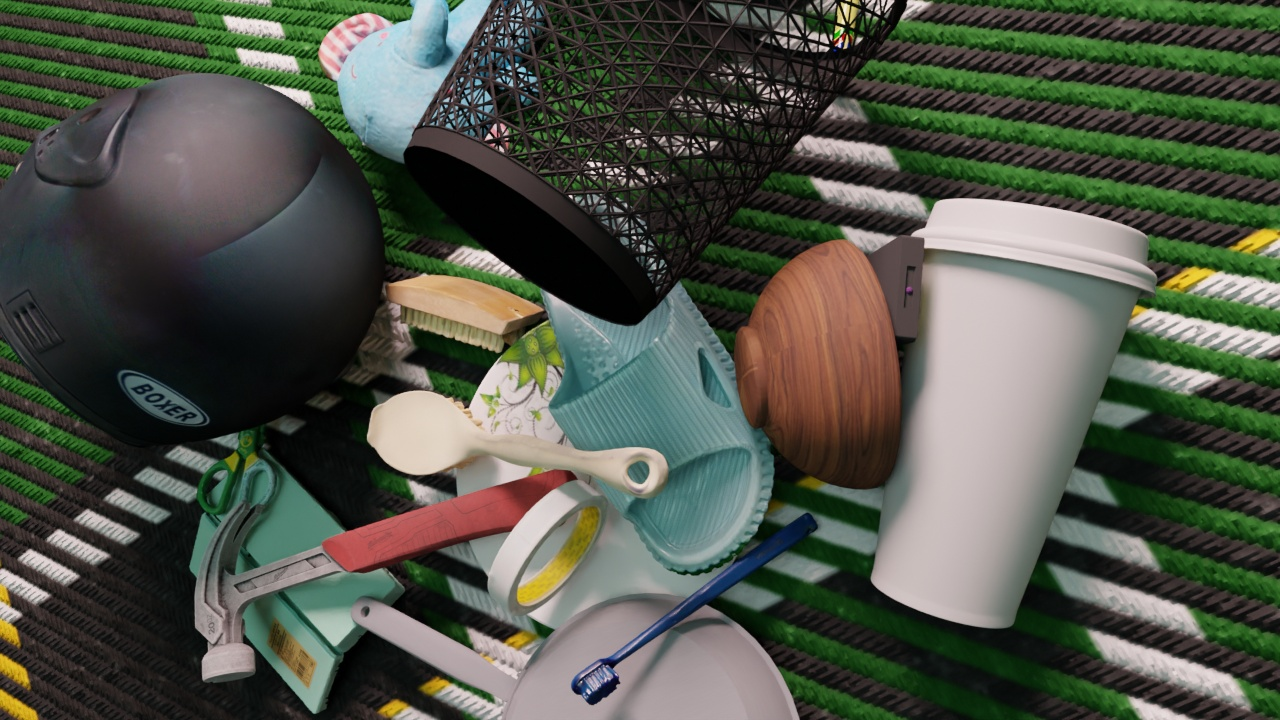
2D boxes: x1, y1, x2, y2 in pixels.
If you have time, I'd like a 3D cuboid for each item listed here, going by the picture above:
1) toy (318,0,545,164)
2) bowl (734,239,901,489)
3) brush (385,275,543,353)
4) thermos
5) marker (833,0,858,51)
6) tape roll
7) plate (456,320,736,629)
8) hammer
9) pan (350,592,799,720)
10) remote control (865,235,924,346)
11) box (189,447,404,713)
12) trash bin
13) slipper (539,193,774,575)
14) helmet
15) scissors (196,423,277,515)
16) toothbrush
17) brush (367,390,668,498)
[{"bbox_3d":[-0.152,-0.231,0.712,0.183,0.115,0.180,44,88,12],"label":"toy"},{"bbox_3d":[0.093,0.006,0.540,0.069,0.147,0.147,-7,79,-4],"label":"bowl"},{"bbox_3d":[-0.137,-0.038,0.704,0.117,0.049,0.039,18,112,22],"label":"brush"},{"bbox_3d":[0.198,0.030,0.522,0.132,0.131,0.222,15,96,23],"label":"thermos"},{"bbox_3d":[0.148,-0.272,0.637,0.014,0.014,0.132,8,85,23],"label":"marker"},{"bbox_3d":[-0.057,0.120,0.587,0.019,0.094,0.094,35,96,22],"label":"tape roll"},{"bbox_3d":[-0.025,0.077,0.650,0.230,0.030,0.229,-3,81,22],"label":"plate"},{"bbox_3d":[-0.190,0.132,0.667,0.316,0.036,0.126,-20,66,15],"label":"hammer"},{"bbox_3d":[-0.069,0.221,0.592,0.357,0.051,0.200,17,74,26],"label":"pan"},{"bbox_3d":[0.137,-0.033,0.546,0.013,0.133,0.058,6,86,-3],"label":"remote control"},{"bbox_3d":[-0.290,0.174,0.740,0.187,0.057,0.138,35,90,24],"label":"box"},{"bbox_3d":[0.000,-0.166,0.540,0.217,0.217,0.243,29,78,23],"label":"trash bin"},{"bbox_3d":[-0.004,0.003,0.598,0.116,0.069,0.276,-29,72,12],"label":"slipper"},{"bbox_3d":[-0.321,-0.096,0.693,0.236,0.249,0.316,-38,45,2],"label":"helmet"},{"bbox_3d":[-0.319,0.069,0.763,0.071,0.014,0.130,6,62,11],"label":"scissors"},{"bbox_3d":[0.039,0.148,0.558,0.189,0.016,0.017,-29,42,-26],"label":"toothbrush"},{"bbox_3d":[-0.082,0.056,0.586,0.273,0.077,0.062,3,94,45],"label":"brush"}]
